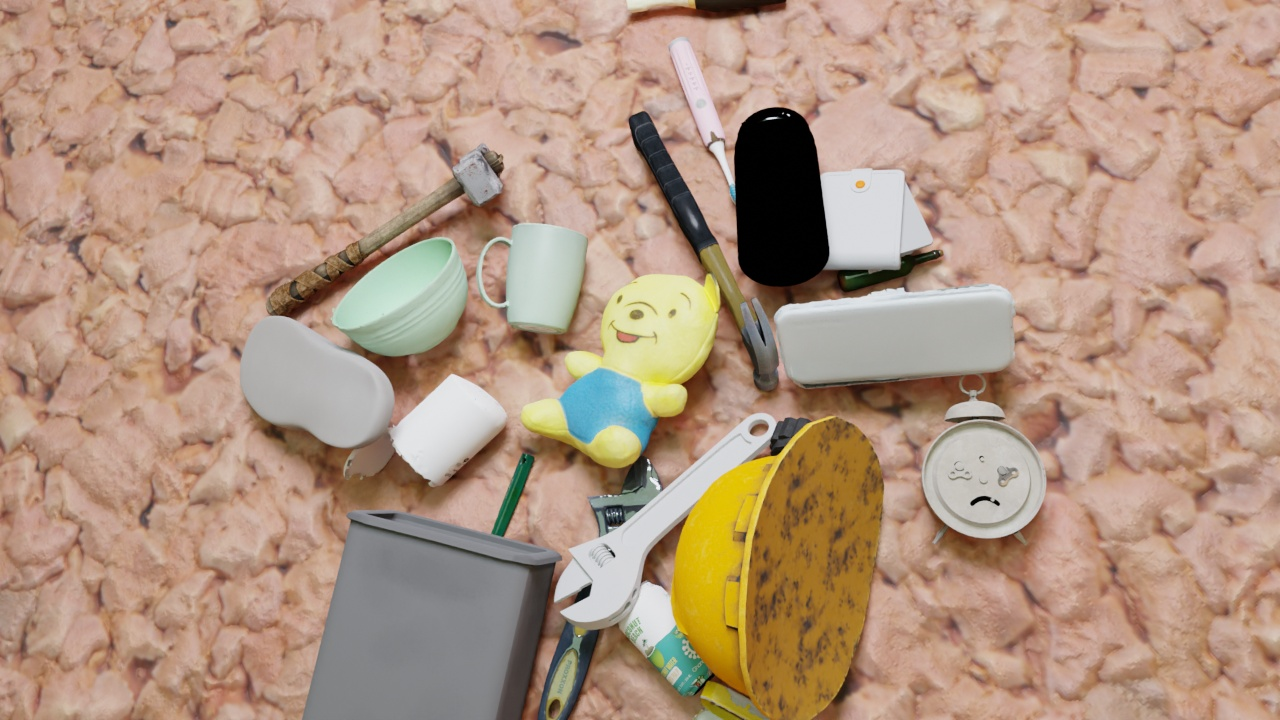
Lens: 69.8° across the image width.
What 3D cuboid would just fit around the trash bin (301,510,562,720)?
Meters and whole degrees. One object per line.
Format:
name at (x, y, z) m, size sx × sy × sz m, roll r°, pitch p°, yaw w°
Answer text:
trash bin at (-0.194, 0.266, 0.846) m, size 0.192 × 0.097 × 0.219 m, roll 11°, pitch 84°, yaw 15°

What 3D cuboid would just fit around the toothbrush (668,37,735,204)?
toothbrush at (0.075, -0.266, 1.018) m, size 0.027 × 0.026 × 0.222 m, roll -24°, pitch 68°, yaw 15°

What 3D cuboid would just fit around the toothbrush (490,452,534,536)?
toothbrush at (-0.149, 0.182, 0.922) m, size 0.016 × 0.017 × 0.189 m, roll 16°, pitch 76°, yaw 18°

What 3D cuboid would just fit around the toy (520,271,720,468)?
toy at (-0.005, 0.005, 0.912) m, size 0.149 × 0.084 × 0.213 m, roll 21°, pitch 75°, yaw 37°

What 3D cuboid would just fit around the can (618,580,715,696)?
can at (0.026, 0.254, 0.842) m, size 0.055 × 0.055 × 0.101 m, roll -45°, pitch 69°, yaw -5°

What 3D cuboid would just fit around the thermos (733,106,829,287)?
thermos at (0.138, -0.176, 0.924) m, size 0.086 × 0.086 × 0.198 m, roll -5°, pitch 51°, yaw 10°

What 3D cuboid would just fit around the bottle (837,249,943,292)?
bottle at (0.253, -0.094, 0.926) m, size 0.106 × 0.025 × 0.025 m, roll -16°, pitch 70°, yaw 6°

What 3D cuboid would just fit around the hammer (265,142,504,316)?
hammer at (-0.287, -0.142, 1.028) m, size 0.319 × 0.121 × 0.049 m, roll -31°, pitch 113°, yaw 8°

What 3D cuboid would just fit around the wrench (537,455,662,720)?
wrench at (-0.042, 0.220, 0.885) m, size 0.073 × 0.022 × 0.273 m, roll 16°, pitch 75°, yaw 10°

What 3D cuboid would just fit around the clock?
clock at (0.306, 0.088, 0.837) m, size 0.103 × 0.061 × 0.156 m, roll -1°, pitch 79°, yaw 9°

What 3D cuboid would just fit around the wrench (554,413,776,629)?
wrench at (0.032, 0.147, 0.864) m, size 0.273 × 0.018 × 0.087 m, roll -38°, pitch 46°, yaw -11°

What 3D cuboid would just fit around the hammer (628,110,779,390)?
hammer at (0.060, -0.129, 0.942) m, size 0.025 × 0.118 × 0.332 m, roll -24°, pitch 64°, yaw -2°

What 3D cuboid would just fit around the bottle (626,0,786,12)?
bottle at (0.075, -0.425, 1.061) m, size 0.185 × 0.045 × 0.045 m, roll -4°, pitch 71°, yaw 10°

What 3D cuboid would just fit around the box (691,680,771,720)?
box at (0.138, 0.355, 0.788) m, size 0.210 × 0.057 × 0.117 m, roll 23°, pitch 116°, yaw 17°

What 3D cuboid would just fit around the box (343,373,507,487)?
box at (-0.221, 0.086, 0.940) m, size 0.092 × 0.083 × 0.166 m, roll 44°, pitch 86°, yaw 10°

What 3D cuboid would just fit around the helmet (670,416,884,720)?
helmet at (0.103, 0.172, 0.800) m, size 0.132 × 0.205 × 0.254 m, roll 0°, pitch 52°, yaw 40°

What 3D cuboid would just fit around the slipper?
slipper at (-0.326, 0.027, 0.970) m, size 0.266 × 0.080 × 0.113 m, roll 16°, pitch 91°, yaw 40°

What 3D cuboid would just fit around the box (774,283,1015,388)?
box at (0.228, -0.040, 0.834) m, size 0.215 × 0.127 × 0.106 m, roll -8°, pitch 61°, yaw 21°

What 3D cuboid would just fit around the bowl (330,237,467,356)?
bowl at (-0.242, -0.057, 0.974) m, size 0.151 × 0.077 × 0.150 m, roll -23°, pitch 32°, yaw 15°

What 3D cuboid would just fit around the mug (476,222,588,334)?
mug at (-0.116, -0.086, 0.961) m, size 0.111 × 0.084 × 0.104 m, roll 10°, pitch 84°, yaw -19°

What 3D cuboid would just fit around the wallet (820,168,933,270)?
wallet at (0.236, -0.142, 0.925) m, size 0.115 × 0.037 × 0.118 m, roll 2°, pitch 60°, yaw 19°
